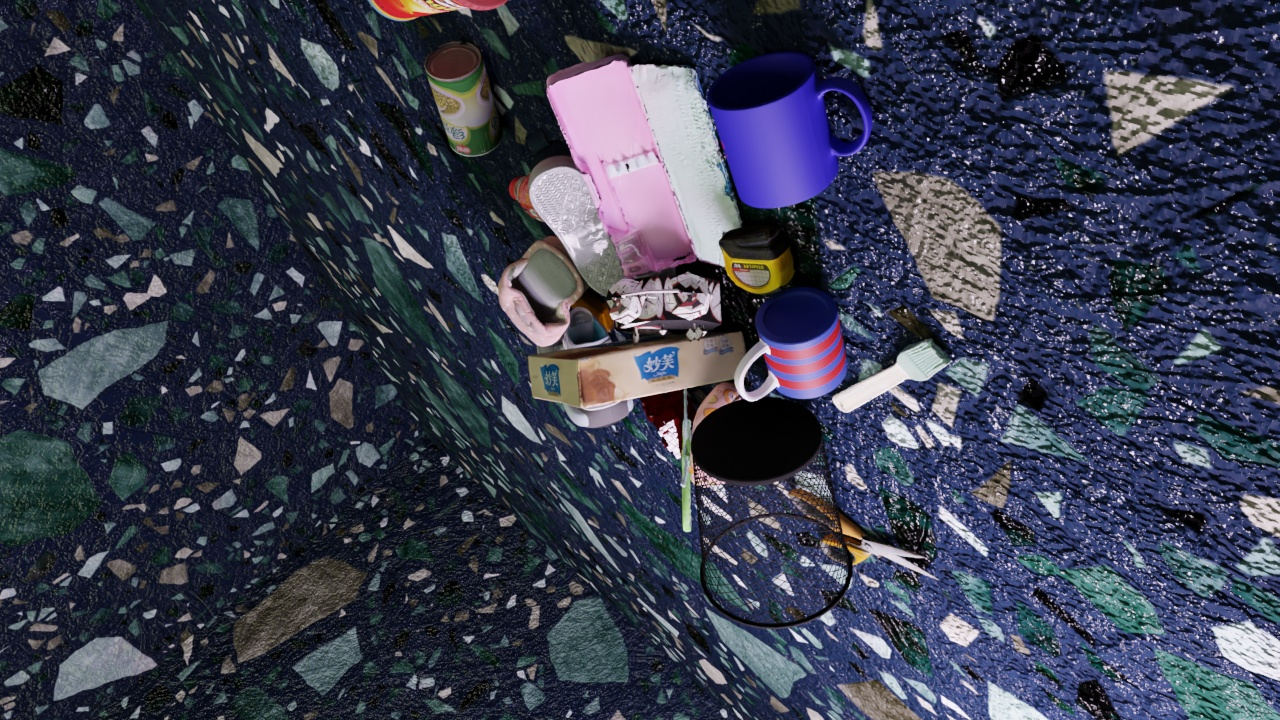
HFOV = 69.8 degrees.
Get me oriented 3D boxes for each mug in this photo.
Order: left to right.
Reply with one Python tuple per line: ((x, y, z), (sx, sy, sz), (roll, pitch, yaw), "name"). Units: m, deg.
((0.136, -0.007, 0.858), (0.075, 0.112, 0.076), (51, 168, 46), "mug")
((0.113, -0.170, 0.670), (0.111, 0.079, 0.083), (-1, 135, 28), "mug")

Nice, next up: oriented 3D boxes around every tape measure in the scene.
((0.111, -0.094, 0.854), (0.066, 0.037, 0.064), (0, 125, 47), "tape measure")

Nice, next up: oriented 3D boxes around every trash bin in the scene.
((0.144, 0.168, 1.060), (0.184, 0.183, 0.210), (28, 141, 45), "trash bin")

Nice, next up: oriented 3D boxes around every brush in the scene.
((-0.088, -0.088, 1.312), (0.126, 0.017, 0.048), (36, 157, 30), "brush")
((0.228, 0.020, 0.865), (0.033, 0.012, 0.218), (47, 162, 4), "brush")

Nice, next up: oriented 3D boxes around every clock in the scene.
((0.024, -0.051, 0.959), (0.154, 0.115, 0.065), (23, -115, -76), "clock")

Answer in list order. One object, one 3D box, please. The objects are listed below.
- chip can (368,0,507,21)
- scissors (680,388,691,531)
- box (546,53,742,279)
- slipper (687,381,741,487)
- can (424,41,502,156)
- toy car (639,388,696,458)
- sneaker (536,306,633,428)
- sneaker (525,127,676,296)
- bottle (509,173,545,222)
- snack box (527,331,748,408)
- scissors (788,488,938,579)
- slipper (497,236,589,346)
((-0.201, -0.383, 0.900), (0.213, 0.087, 0.087), (22, 148, 53), "chip can")
((0.051, 0.113, 1.048), (0.172, 0.021, 0.171), (-58, -30, -74), "scissors")
((0.018, -0.182, 0.880), (0.161, 0.061, 0.231), (0, 135, 27), "box")
((0.111, 0.108, 1.165), (0.081, 0.093, 0.198), (30, 153, 22), "slipper")
((-0.206, -0.305, 1.082), (0.067, 0.067, 0.121), (39, 158, 25), "can")
((0.035, 0.060, 1.255), (0.070, 0.062, 0.169), (60, 179, -29), "toy car")
((-0.095, -0.026, 1.321), (0.256, 0.093, 0.161), (-128, 25, -50), "sneaker")
((-0.045, -0.152, 1.004), (0.235, 0.089, 0.087), (47, -159, -40), "sneaker")
((-0.111, -0.196, 1.096), (0.138, 0.061, 0.062), (26, 151, 49), "bottle")
((-0.006, 0.006, 1.047), (0.153, 0.207, 0.055), (5, 103, 63), "snack box")
((0.279, 0.234, 1.149), (0.225, 0.016, 0.175), (26, 151, 45), "scissors")
((-0.134, -0.080, 1.178), (0.114, 0.054, 0.275), (45, 156, -2), "slipper")
